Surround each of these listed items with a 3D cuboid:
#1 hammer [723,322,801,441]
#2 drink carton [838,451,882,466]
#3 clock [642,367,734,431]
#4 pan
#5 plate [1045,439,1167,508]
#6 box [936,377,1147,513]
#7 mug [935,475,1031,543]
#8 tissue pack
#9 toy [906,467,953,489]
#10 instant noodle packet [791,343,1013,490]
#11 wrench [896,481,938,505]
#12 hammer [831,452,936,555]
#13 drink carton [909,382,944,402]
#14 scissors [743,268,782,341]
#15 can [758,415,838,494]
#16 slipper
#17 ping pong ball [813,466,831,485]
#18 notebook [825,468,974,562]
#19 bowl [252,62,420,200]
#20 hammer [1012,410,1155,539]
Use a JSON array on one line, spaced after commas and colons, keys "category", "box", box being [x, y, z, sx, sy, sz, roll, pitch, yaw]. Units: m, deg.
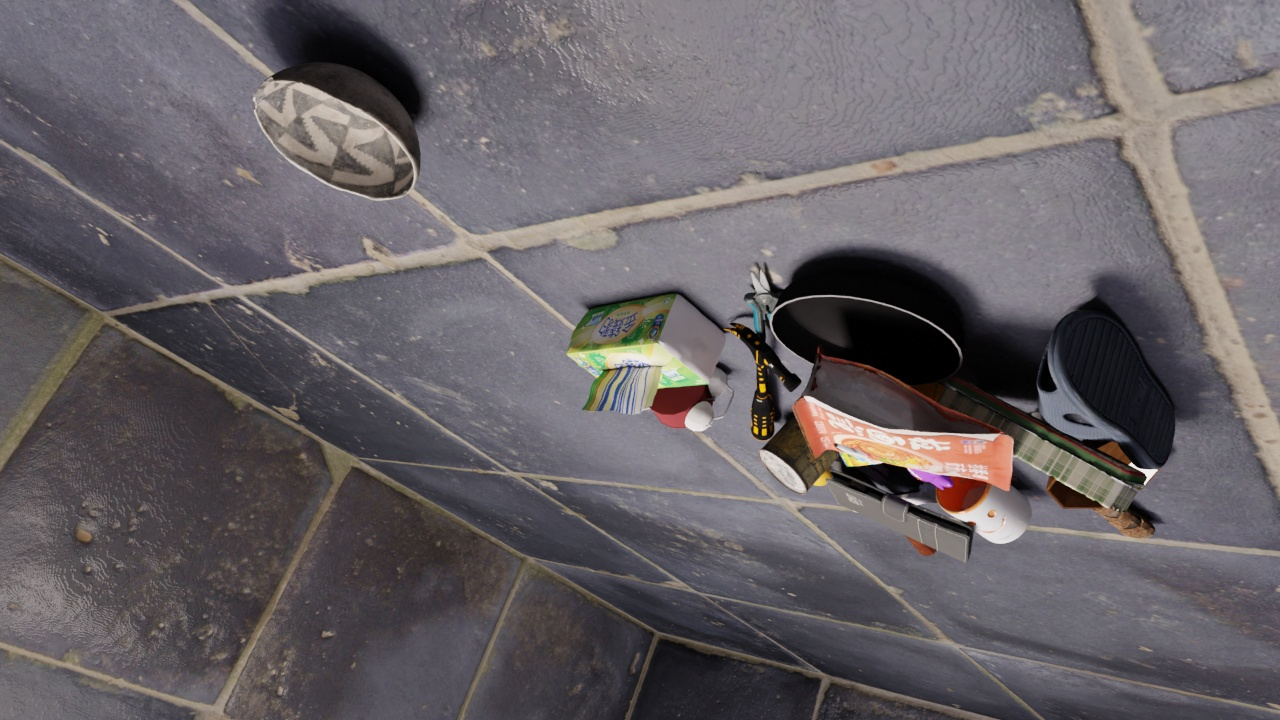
[{"category": "hammer", "box": [0.161, 0.042, 1.230, 0.123, 0.036, 0.321, 47, 170, 21]}, {"category": "drink carton", "box": [0.310, 0.120, 1.249, 0.044, 0.038, 0.129, 63, 166, 4]}, {"category": "clock", "box": [0.064, 0.048, 1.279, 0.138, 0.096, 0.048, 12, 156, 30]}, {"category": "pan", "box": [0.239, -0.007, 1.057, 0.204, 0.044, 0.356, 18, 160, 4]}, {"category": "plate", "box": [0.526, 0.122, 1.045, 0.131, 0.025, 0.131, -5, 135, -5]}, {"category": "box", "box": [0.422, 0.087, 0.975, 0.205, 0.050, 0.117, 33, -172, 37]}, {"category": "mug", "box": [0.467, 0.191, 1.247, 0.105, 0.082, 0.082, 34, 155, -28]}, {"category": "tissue pack", "box": [-0.007, 0.007, 1.191, 0.120, 0.141, 0.198, 34, 155, -27]}, {"category": "toy", "box": [0.382, 0.131, 1.224, 0.106, 0.055, 0.088, 50, 167, 32]}, {"category": "instant noodle packet", "box": [0.294, 0.076, 1.003, 0.221, 0.083, 0.164, 17, 159, 27]}, {"category": "wrench", "box": [0.415, 0.221, 1.448, 0.066, 0.018, 0.274, 27, 158, -13]}, {"category": "hammer", "box": [0.381, 0.225, 1.429, 0.111, 0.028, 0.300, 3, 147, 50]}, {"category": "drink carton", "box": [0.322, 0.068, 1.134, 0.040, 0.058, 0.123, 23, 157, -2]}, {"category": "scissors", "box": [0.153, -0.058, 1.060, 0.144, 0.019, 0.127, 24, 149, -23]}, {"category": "can", "box": [0.227, 0.135, 1.317, 0.090, 0.074, 0.090, 42, 164, 15]}, {"category": "slipper", "box": [0.445, 0.030, 0.906, 0.263, 0.101, 0.083, 32, 164, -36]}, {"category": "ping pong ball", "box": [0.280, 0.176, 1.437, 0.040, 0.040, 0.040, 19, 157, 8]}, {"category": "notebook", "box": [0.374, 0.224, 1.325, 0.209, 0.029, 0.169, 20, 166, 26]}, {"category": "bowl", "box": [-0.304, -0.253, 0.963, 0.178, 0.081, 0.179, 18, 155, 8]}, {"category": "hammer", "box": [0.540, 0.152, 1.148, 0.318, 0.048, 0.122, 31, 158, -25]}]
